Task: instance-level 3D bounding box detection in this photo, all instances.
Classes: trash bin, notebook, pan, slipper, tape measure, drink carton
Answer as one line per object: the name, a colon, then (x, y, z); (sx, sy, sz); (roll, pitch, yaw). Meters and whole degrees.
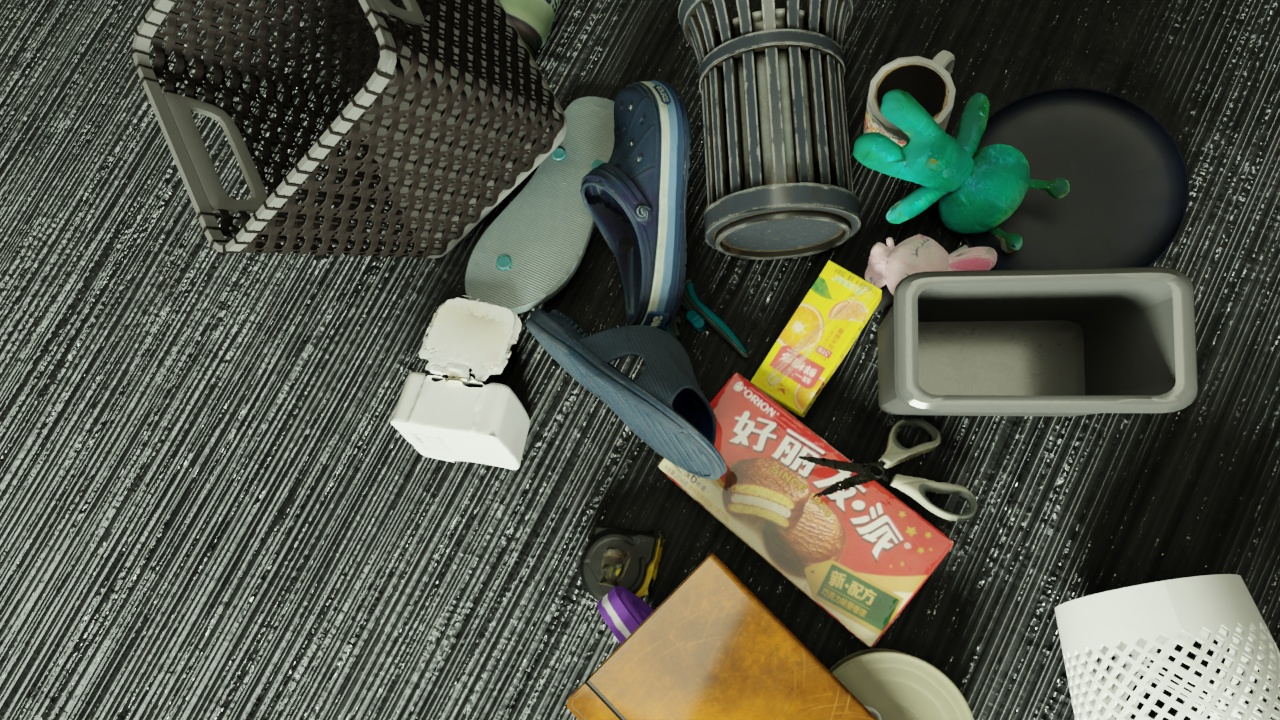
trash bin: (0.123, -0.220, 0.843); (0.164, 0.164, 0.227); (-4, 80, 9)
notebook: (0.081, 0.300, 0.698); (0.178, 0.014, 0.249); (-45, 84, -3)
trash bin: (0.288, -0.004, 0.721); (0.192, 0.219, 0.097); (0, 85, 10)
pan: (0.323, -0.115, 0.851); (0.356, 0.021, 0.198); (-31, 73, 5)
slipper: (-0.005, 0.005, 0.809); (0.082, 0.101, 0.264); (-46, 47, -10)
slipper: (-0.007, -0.153, 0.858); (0.095, 0.105, 0.252); (1, 74, -12)
tape measure: (-0.019, 0.185, 0.831); (0.071, 0.042, 0.072); (7, 81, 8)
slipper: (0.085, 0.274, 0.757); (0.084, 0.107, 0.266); (-41, 80, 0)
trash bin: (0.402, 0.271, 0.670); (0.195, 0.195, 0.199); (-11, 65, 7)
slipper: (-0.081, -0.147, 0.923); (0.098, 0.055, 0.268); (23, 71, 12)
drink carton: (0.161, -0.018, 0.840); (0.058, 0.043, 0.134); (33, 90, 16)

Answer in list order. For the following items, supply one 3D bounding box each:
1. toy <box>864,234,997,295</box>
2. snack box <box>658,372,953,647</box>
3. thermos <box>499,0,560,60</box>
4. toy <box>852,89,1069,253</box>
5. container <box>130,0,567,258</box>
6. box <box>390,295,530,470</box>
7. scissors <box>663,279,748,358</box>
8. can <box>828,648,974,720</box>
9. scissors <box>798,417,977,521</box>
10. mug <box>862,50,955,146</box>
toy: (0.260, -0.081, 0.825); (0.110, 0.047, 0.063); (11, 84, 11)
snack box: (0.141, 0.128, 0.805); (0.236, 0.060, 0.113); (39, 85, 16)
thermos: (-0.121, -0.402, 0.970); (0.082, 0.082, 0.231); (16, 80, 13)
toy: (0.275, -0.162, 0.797); (0.193, 0.072, 0.131); (23, 114, -20)
container: (-0.252, -0.247, 0.833); (0.246, 0.243, 0.247); (-37, 72, 26)
box: (-0.160, 0.015, 0.858); (0.108, 0.128, 0.136); (5, 64, 12)
scissors: (0.043, -0.036, 0.884); (0.156, 0.019, 0.124); (22, 80, 16)
can: (0.201, 0.301, 0.746); (0.128, 0.073, 0.127); (-2, 76, 10)
scissors: (0.214, 0.091, 0.779); (0.158, 0.013, 0.161); (29, 45, 4)
mug: (0.256, -0.238, 0.855); (0.073, 0.089, 0.105); (36, 85, 16)
